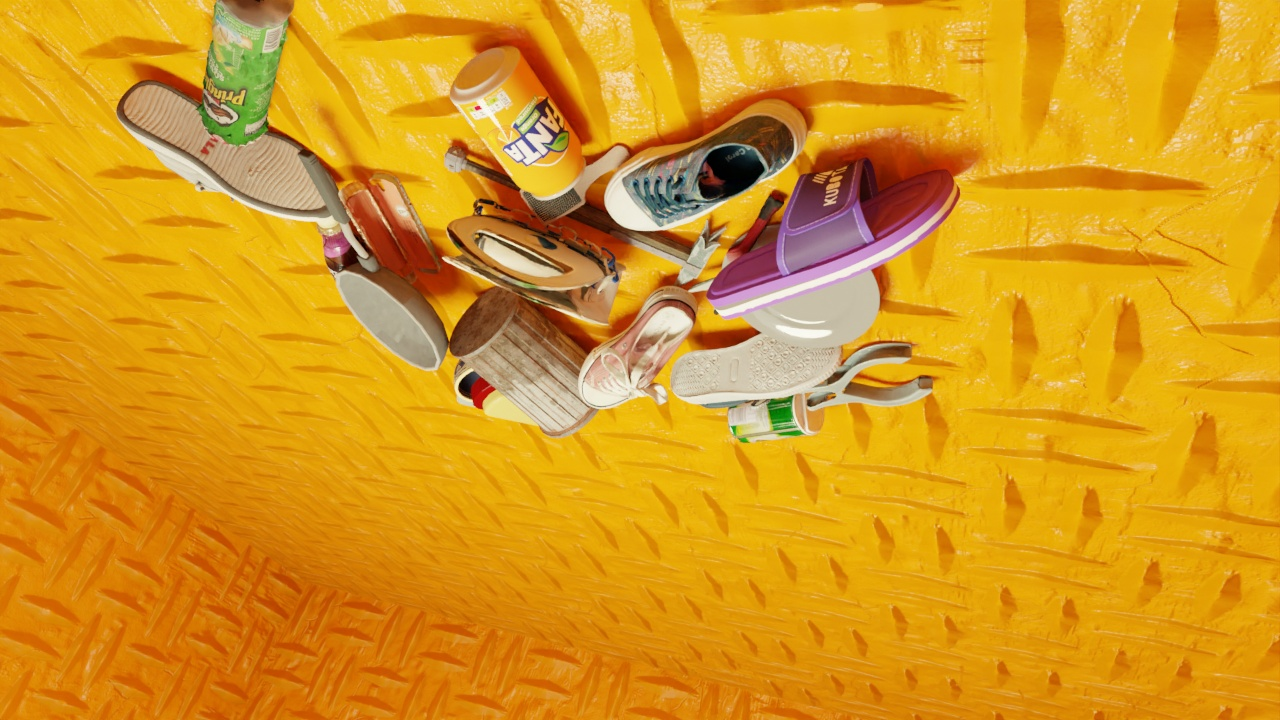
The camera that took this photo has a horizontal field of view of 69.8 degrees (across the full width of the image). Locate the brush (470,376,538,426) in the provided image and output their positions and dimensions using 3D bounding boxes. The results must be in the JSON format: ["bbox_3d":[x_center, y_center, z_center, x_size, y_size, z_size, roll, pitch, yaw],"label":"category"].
[{"bbox_3d":[-0.172,0.061,1.387,0.173,0.041,0.082,17,136,-44],"label":"brush"}]

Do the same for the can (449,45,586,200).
[{"bbox_3d":[-0.117,-0.231,0.903,0.079,0.079,0.142,-1,145,33],"label":"can"}]

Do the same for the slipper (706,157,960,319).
[{"bbox_3d":[0.158,-0.128,0.874,0.267,0.107,0.084,-22,117,41],"label":"slipper"}]

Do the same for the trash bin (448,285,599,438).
[{"bbox_3d":[-0.146,0.007,1.271,0.131,0.130,0.211,-11,137,42],"label":"trash bin"}]

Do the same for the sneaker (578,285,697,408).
[{"bbox_3d":[-0.007,0.007,1.149,0.118,0.087,0.242,23,138,-18],"label":"sneaker"}]

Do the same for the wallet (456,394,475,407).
[{"bbox_3d":[-0.228,0.047,1.473,0.131,0.054,0.101,13,151,2],"label":"wallet"}]

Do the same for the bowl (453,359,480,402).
[{"bbox_3d":[-0.227,0.009,1.379,0.112,0.061,0.113,-13,150,-8],"label":"bowl"}]

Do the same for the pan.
[{"bbox_3d":[-0.337,-0.120,1.149,0.179,0.041,0.358,24,150,28],"label":"pan"}]

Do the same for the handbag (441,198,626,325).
[{"bbox_3d":[-0.121,-0.110,1.011,0.201,0.093,0.199,23,-169,12],"label":"handbag"}]

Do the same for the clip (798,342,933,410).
[{"bbox_3d":[0.287,0.042,1.146,0.172,0.029,0.141,-22,131,39],"label":"clip"}]

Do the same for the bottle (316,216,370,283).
[{"bbox_3d":[-0.398,-0.149,1.233,0.060,0.059,0.166,14,150,10],"label":"bottle"}]

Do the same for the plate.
[{"bbox_3d":[0.177,-0.082,1.020,0.178,0.012,0.179,17,141,14],"label":"plate"}]

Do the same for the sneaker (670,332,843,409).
[{"bbox_3d":[0.149,0.017,1.149,0.236,0.089,0.087,-11,156,32],"label":"sneaker"}]

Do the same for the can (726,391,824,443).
[{"bbox_3d":[0.184,0.074,1.244,0.121,0.067,0.067,-13,137,45],"label":"can"}]

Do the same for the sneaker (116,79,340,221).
[{"bbox_3d":[-0.500,-0.235,1.131,0.263,0.096,0.129,26,162,-12],"label":"sneaker"}]

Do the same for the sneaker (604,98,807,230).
[{"bbox_3d":[0.051,-0.169,0.885,0.236,0.079,0.087,-17,122,42],"label":"sneaker"}]

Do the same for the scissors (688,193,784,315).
[{"bbox_3d":[0.131,-0.106,0.995,0.179,0.015,0.194,12,140,19],"label":"scissors"}]

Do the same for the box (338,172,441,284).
[{"bbox_3d":[-0.315,-0.164,1.177,0.043,0.083,0.187,53,170,32],"label":"box"}]

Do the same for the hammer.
[{"bbox_3d":[-0.073,-0.167,1.037,0.317,0.028,0.147,23,156,-4],"label":"hammer"}]

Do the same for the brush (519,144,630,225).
[{"bbox_3d":[-0.068,-0.188,0.970,0.136,0.015,0.050,-24,113,30],"label":"brush"}]

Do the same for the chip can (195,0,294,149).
[{"bbox_3d":[-0.414,-0.311,0.956,0.075,0.075,0.224,29,149,-16],"label":"chip can"}]
